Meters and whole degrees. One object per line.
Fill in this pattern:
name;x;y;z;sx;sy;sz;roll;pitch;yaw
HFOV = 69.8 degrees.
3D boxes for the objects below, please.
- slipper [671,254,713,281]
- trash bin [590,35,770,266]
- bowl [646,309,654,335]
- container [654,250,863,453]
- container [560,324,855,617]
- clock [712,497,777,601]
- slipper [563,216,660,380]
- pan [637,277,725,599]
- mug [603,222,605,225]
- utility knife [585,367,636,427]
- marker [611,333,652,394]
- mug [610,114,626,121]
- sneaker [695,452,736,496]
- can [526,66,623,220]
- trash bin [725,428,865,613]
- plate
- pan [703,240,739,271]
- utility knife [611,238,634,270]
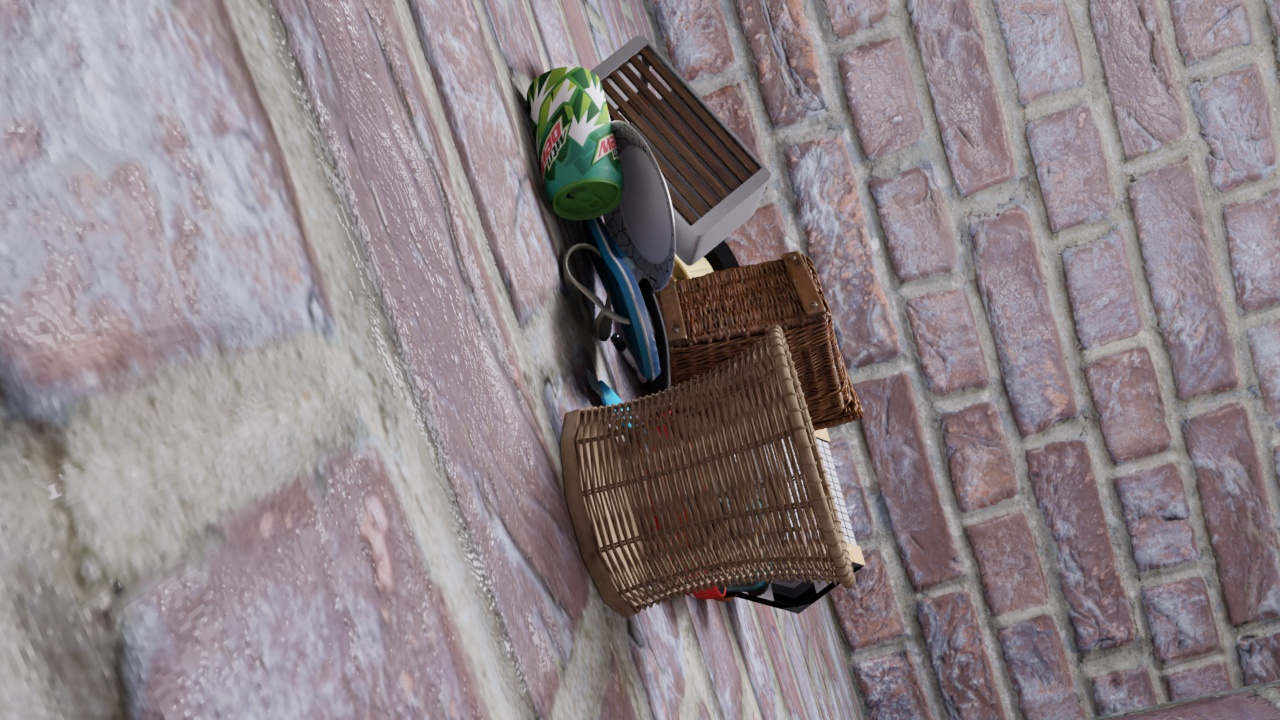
slipper;0.065;-0.122;1.330;0.111;0.079;0.261;59;10;4
trash bin;0.030;-0.245;1.089;0.229;0.114;0.114;49;-9;7
bowl;0.038;-0.050;1.341;0.110;0.041;0.109;58;12;-20
container;0.129;-0.013;1.139;0.162;0.250;0.183;-99;174;-46
container;0.058;0.106;0.794;0.226;0.196;0.227;-16;89;-79
clock;0.115;0.236;1.137;0.158;0.073;0.121;121;-32;-53
slipper;-0.039;-0.069;0.958;0.294;0.060;0.118;-114;-175;-53
pan;0.029;0.088;1.011;0.208;0.067;0.356;-14;88;-82
mug;-0.012;-0.142;1.164;0.115;0.068;0.094;36;39;-73
utility knife;-0.028;0.043;0.939;0.196;0.015;0.031;59;17;-68
marker;-0.007;0.007;1.122;0.152;0.011;0.011;57;19;-56
mug;-0.023;-0.268;1.203;0.096;0.110;0.123;-78;151;-78
sneaker;0.080;0.094;1.276;0.103;0.089;0.241;116;-16;-55
can;-0.069;-0.228;0.965;0.083;0.083;0.144;48;28;-66
trash bin;0.195;0.209;1.330;0.142;0.143;0.246;21;40;-25
plate;-0.001;-0.169;1.004;0.188;0.016;0.189;51;-29;43
pan;0.121;-0.131;1.411;0.356;0.034;0.225;35;-23;41
utility knife;-0.030;-0.123;1.051;0.117;0.015;0.022;-126;-148;-61
